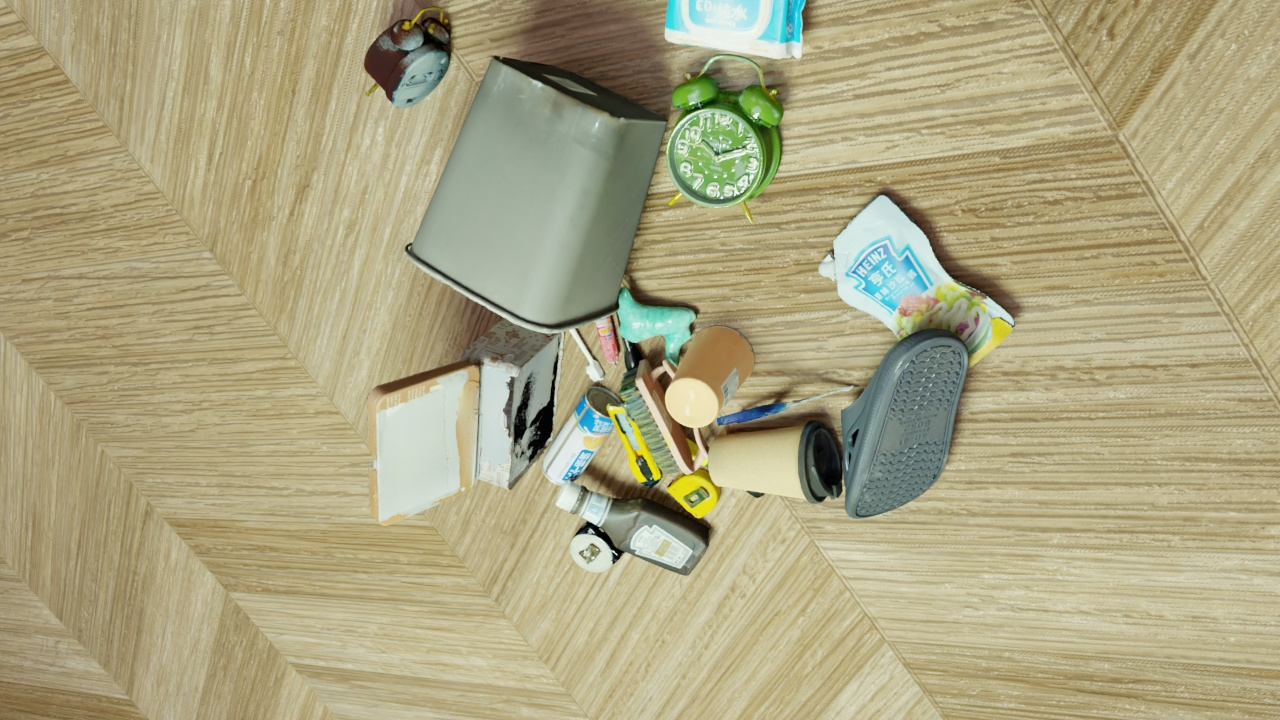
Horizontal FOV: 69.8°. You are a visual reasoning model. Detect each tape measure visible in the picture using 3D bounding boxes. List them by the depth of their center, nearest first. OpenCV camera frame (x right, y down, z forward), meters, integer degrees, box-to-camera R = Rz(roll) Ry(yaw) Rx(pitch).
[{"bbox_3d":[0.069,0.164,1.137,0.060,0.028,0.057,45,122,-4],"label":"tape measure"},{"bbox_3d":[-0.060,0.251,1.230,0.066,0.033,0.066,42,122,0],"label":"tape measure"}]

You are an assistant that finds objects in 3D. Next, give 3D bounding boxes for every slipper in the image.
[{"bbox_3d":[0.271,0.060,0.974,0.110,0.083,0.269,-9,132,-13],"label":"slipper"}]

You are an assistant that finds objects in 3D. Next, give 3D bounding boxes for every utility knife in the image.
[{"bbox_3d":[-0.008,0.106,1.119,0.033,0.015,0.155,-14,130,12],"label":"utility knife"}]

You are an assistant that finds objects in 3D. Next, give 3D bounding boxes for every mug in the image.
[{"bbox_3d":[0.074,0.021,1.009,0.078,0.122,0.078,9,118,17],"label":"mug"}]

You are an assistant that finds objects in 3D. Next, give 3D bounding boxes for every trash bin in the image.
[{"bbox_3d":[-0.097,-0.174,0.938,0.199,0.198,0.220,29,113,17],"label":"trash bin"}]

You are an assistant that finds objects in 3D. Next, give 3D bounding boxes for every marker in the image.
[{"bbox_3d":[0.098,0.131,1.118,0.124,0.015,0.018,33,118,1],"label":"marker"}]

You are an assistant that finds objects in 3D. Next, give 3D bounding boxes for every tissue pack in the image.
[{"bbox_3d":[0.090,-0.337,0.860,0.140,0.063,0.090,14,119,16],"label":"tissue pack"}]

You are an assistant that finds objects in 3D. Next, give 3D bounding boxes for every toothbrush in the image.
[{"bbox_3d":[-0.006,0.006,1.093,0.027,0.026,0.213,23,134,64],"label":"toothbrush"},{"bbox_3d":[-0.094,-0.051,1.106,0.016,0.016,0.180,-21,106,35],"label":"toothbrush"}]

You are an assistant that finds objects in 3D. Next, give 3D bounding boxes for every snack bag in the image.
[{"bbox_3d":[0.276,-0.069,0.934,0.191,0.038,0.111,42,134,-1],"label":"snack bag"}]

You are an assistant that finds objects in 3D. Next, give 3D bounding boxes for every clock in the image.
[{"bbox_3d":[0.083,-0.225,0.923,0.116,0.056,0.161,14,119,14],"label":"clock"},{"bbox_3d":[-0.248,-0.330,0.993,0.055,0.081,0.122,46,125,3],"label":"clock"}]

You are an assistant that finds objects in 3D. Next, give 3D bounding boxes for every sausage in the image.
[{"bbox_3d":[-0.049,-0.065,1.078,0.020,0.020,0.156,-6,112,24],"label":"sausage"}]

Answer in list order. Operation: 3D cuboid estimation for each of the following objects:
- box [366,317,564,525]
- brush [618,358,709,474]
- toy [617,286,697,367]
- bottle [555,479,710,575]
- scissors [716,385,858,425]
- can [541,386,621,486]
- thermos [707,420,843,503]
[{"bbox_3d":[-0.197,0.071,1.068,0.106,0.271,0.178,24,123,26],"label":"box"},{"bbox_3d":[0.033,0.070,1.068,0.073,0.063,0.146,-23,109,13],"label":"brush"},{"bbox_3d":[0.019,-0.037,1.051,0.092,0.030,0.096,2,114,7],"label":"toy"},{"bbox_3d":[-0.012,0.205,1.156,0.195,0.044,0.080,25,121,-7],"label":"bottle"},{"bbox_3d":[0.155,0.050,1.003,0.176,0.162,0.012,-24,78,56],"label":"scissors"},{"bbox_3d":[-0.074,0.097,1.148,0.053,0.053,0.135,36,123,3],"label":"can"},{"bbox_3d":[0.154,0.116,1.048,0.143,0.092,0.093,-4,113,32],"label":"thermos"}]
